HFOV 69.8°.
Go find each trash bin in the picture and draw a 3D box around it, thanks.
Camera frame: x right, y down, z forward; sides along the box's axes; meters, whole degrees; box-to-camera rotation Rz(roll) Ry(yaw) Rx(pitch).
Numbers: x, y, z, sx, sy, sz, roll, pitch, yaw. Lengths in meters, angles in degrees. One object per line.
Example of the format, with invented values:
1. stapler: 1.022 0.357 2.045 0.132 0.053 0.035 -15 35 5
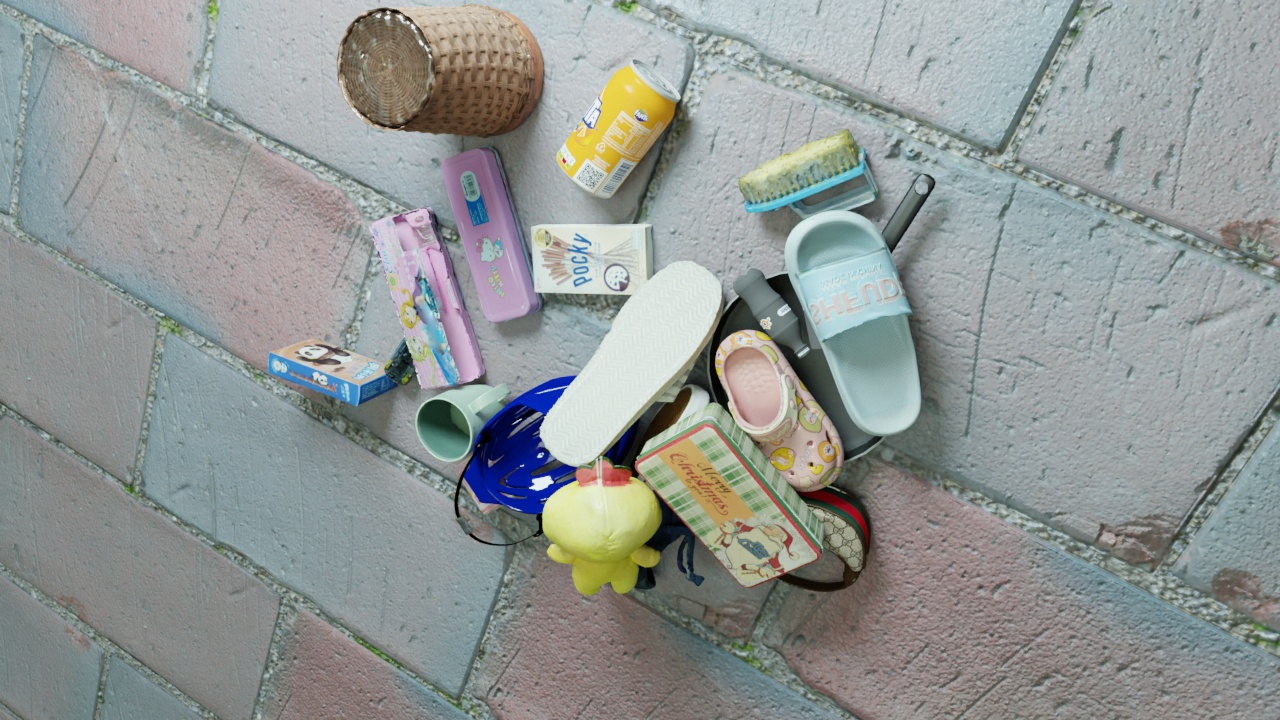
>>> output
1. trash bin: -0.221 -0.322 1.009 0.151 0.209 0.151 6 105 21

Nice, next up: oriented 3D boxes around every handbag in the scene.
1. handbag: 0.181 0.207 1.071 0.167 0.063 0.138 12 118 18

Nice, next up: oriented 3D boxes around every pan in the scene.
1. pan: 0.216 -0.044 0.999 0.225 0.034 0.357 34 114 11

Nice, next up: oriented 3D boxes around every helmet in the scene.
1. helmet: -0.118 0.120 1.076 0.242 0.227 0.148 -27 101 23

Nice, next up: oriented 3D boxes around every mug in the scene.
1. mug: -0.213 0.066 1.168 0.111 0.103 0.084 -36 89 27

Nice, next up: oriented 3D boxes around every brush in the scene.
1. brush: 0.174 -0.182 0.971 0.136 0.055 0.075 -18 118 26

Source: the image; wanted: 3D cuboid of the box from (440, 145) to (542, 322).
1. box: -0.183 -0.154 1.137 0.076 0.036 0.214 -11 100 28

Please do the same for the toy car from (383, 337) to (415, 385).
1. toy car: -0.306 -0.009 1.228 0.039 0.027 0.090 37 99 1

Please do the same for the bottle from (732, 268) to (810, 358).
1. bottle: 0.144 -0.049 0.989 0.036 0.036 0.110 -39 86 26

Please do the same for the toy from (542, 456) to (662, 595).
1. toy: -0.041 0.198 1.031 0.134 0.092 0.208 -5 139 -5

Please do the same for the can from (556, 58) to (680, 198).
1. can: -0.025 -0.255 1.018 0.079 0.079 0.143 44 116 6

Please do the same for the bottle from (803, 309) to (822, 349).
1. bottle: 0.184 -0.070 0.969 0.030 0.030 0.113 -9 101 24

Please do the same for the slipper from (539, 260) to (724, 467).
1. slipper: -0.006 0.006 1.032 0.114 0.054 0.272 33 78 27

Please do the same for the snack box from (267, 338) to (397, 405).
1. snack box: -0.418 0.014 1.249 0.151 0.087 0.034 18 111 17

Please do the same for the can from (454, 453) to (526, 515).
1. can: -0.198 0.155 1.207 0.067 0.067 0.076 -33 90 26

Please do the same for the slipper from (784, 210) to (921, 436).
1. slipper: 0.227 -0.035 0.924 0.104 0.074 0.245 -21 101 0

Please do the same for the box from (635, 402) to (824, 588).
1. box: 0.098 0.152 0.999 0.118 0.050 0.205 -32 104 28

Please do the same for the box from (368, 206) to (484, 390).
1. box: -0.275 -0.074 1.162 0.085 0.076 0.230 -15 98 6

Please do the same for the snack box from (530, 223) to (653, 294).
1. snack box: -0.058 -0.121 1.097 0.150 0.026 0.082 3 106 21

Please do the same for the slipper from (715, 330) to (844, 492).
1. slipper: 0.141 0.062 0.999 0.093 0.081 0.197 -32 89 28

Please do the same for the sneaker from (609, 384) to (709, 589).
1. sneaker: 0.041 0.167 1.105 0.127 0.120 0.295 20 115 -7
